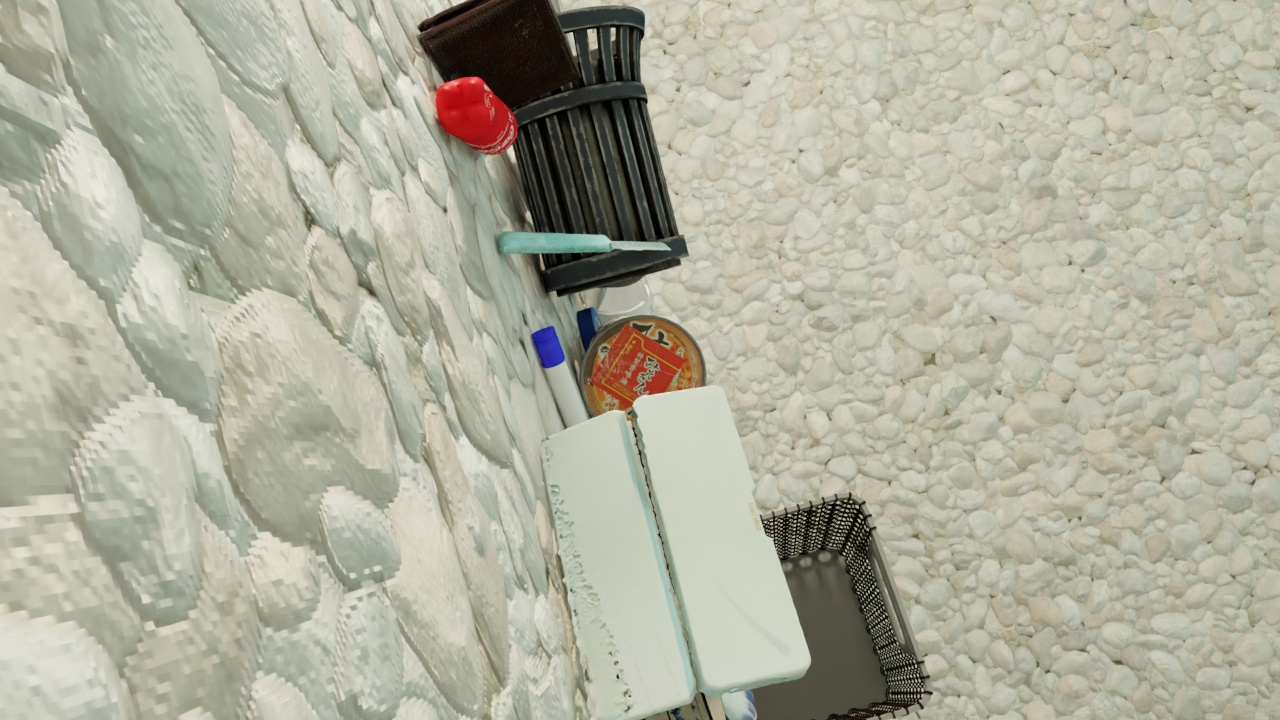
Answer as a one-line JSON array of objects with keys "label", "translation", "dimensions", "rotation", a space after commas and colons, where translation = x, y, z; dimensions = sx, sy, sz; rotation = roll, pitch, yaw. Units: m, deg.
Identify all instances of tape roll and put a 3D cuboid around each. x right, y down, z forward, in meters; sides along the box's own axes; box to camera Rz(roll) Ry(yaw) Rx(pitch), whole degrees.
[{"label": "tape roll", "translation": [-0.049, -0.015, 1.048], "dimensions": [0.093, 0.016, 0.091], "rotation": [-50, 122, -85]}]

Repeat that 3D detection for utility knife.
[{"label": "utility knife", "translation": [-0.041, -0.097, 0.752], "dimensions": [0.022, 0.168, 0.016], "rotation": [60, -43, 31]}]

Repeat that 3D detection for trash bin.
[{"label": "trash bin", "translation": [-0.048, -0.184, 0.851], "dimensions": [0.164, 0.164, 0.227], "rotation": [-66, 142, -83]}]

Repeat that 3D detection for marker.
[{"label": "marker", "translation": [-0.055, 0.040, 0.747], "dimensions": [0.020, 0.020, 0.141], "rotation": [-93, 165, -71]}]

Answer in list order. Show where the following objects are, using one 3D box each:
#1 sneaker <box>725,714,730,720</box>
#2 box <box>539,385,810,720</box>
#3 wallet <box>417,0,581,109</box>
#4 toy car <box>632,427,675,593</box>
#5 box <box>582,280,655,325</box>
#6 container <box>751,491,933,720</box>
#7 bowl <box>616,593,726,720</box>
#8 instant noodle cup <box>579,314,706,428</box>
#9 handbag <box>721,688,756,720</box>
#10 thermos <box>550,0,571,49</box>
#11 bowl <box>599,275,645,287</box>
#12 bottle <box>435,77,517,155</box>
[{"label": "sneaker", "translation": [0.098, 0.363, 0.735], "dimensions": [0.120, 0.127, 0.294], "rotation": [40, 31, -83]}, {"label": "box", "translation": [0.015, 0.113, 0.572], "dimensions": [0.043, 0.136, 0.196], "rotation": [75, 0, -57]}, {"label": "wallet", "translation": [-0.105, -0.236, 0.708], "dimensions": [0.120, 0.099, 0.031], "rotation": [60, 6, -69]}, {"label": "toy car", "translation": [0.001, 0.135, 0.794], "dimensions": [0.169, 0.062, 0.070], "rotation": [-102, 172, -51]}, {"label": "box", "translation": [-0.028, -0.061, 1.120], "dimensions": [0.081, 0.092, 0.161], "rotation": [-97, 176, -52]}, {"label": "container", "translation": [0.183, 0.333, 1.126], "dimensions": [0.244, 0.245, 0.247], "rotation": [70, 4, -67]}, {"label": "bowl", "translation": [0.019, 0.230, 0.670], "dimensions": [0.115, 0.059, 0.115], "rotation": [-16, 89, -85]}, {"label": "instant noodle cup", "translation": [-0.006, 0.006, 0.942], "dimensions": [0.121, 0.123, 0.123], "rotation": [-126, -163, -76]}, {"label": "handbag", "translation": [0.046, 0.271, 0.885], "dimensions": [0.144, 0.068, 0.170], "rotation": [-62, 128, -84]}, {"label": "thermos", "translation": [-0.114, -0.328, 1.042], "dimensions": [0.082, 0.082, 0.240], "rotation": [65, 9, -59]}, {"label": "bowl", "translation": [-0.052, -0.120, 1.032], "dimensions": [0.053, 0.124, 0.124], "rotation": [126, -45, -53]}, {"label": "bottle", "translation": [-0.118, -0.179, 0.689], "dimensions": [0.141, 0.042, 0.042], "rotation": [-49, 121, -85]}]
